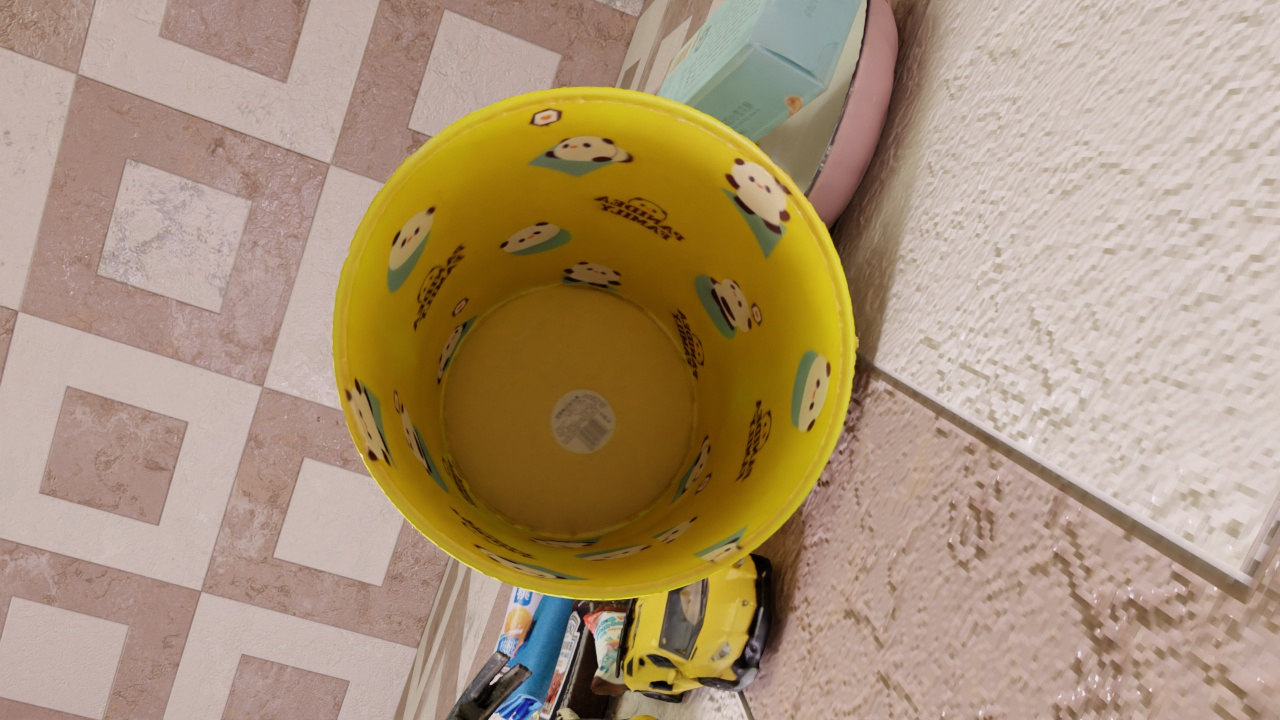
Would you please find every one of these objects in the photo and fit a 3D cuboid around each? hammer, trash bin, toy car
[{"bbox_3d":[-0.069,0.224,0.535,0.125,0.032,0.324,-58,11,-32],"label":"hammer"},{"bbox_3d":[-0.033,0.010,0.521,0.255,0.229,0.229,126,161,-77],"label":"trash bin"},{"bbox_3d":[0.025,0.136,0.478,0.156,0.041,0.071,132,154,-62],"label":"toy car"}]

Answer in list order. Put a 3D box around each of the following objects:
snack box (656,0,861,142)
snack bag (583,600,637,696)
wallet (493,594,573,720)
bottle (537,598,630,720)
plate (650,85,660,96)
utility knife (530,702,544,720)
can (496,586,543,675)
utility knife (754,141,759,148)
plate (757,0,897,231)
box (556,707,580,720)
[{"bbox_3d":[0.056,-0.166,0.531,0.074,0.051,0.175,-69,16,-14],"label":"snack box"},{"bbox_3d":[-0.012,0.183,0.576,0.105,0.045,0.026,-119,36,-76],"label":"snack bag"},{"bbox_3d":[-0.082,0.242,0.801,0.107,0.040,0.132,-54,10,54],"label":"wallet"},{"bbox_3d":[-0.030,0.184,0.664,0.080,0.044,0.194,134,154,-69],"label":"bottle"},{"bbox_3d":[0.017,-0.188,0.821,0.229,0.028,0.229,-43,-4,-4],"label":"plate"},{"bbox_3d":[-0.069,0.284,0.779,0.030,0.018,0.168,-89,25,-43],"label":"utility knife"},{"bbox_3d":[-0.101,0.239,0.892,0.053,0.053,0.134,127,159,-59],"label":"can"},{"bbox_3d":[0.063,-0.139,0.595,0.033,0.015,0.208,-59,15,26],"label":"utility knife"},{"bbox_3d":[0.102,-0.131,0.548,0.192,0.039,0.192,-162,91,-79],"label":"plate"},{"bbox_3d":[-0.041,0.257,0.519,0.163,0.076,0.088,-153,77,-83],"label":"box"}]
